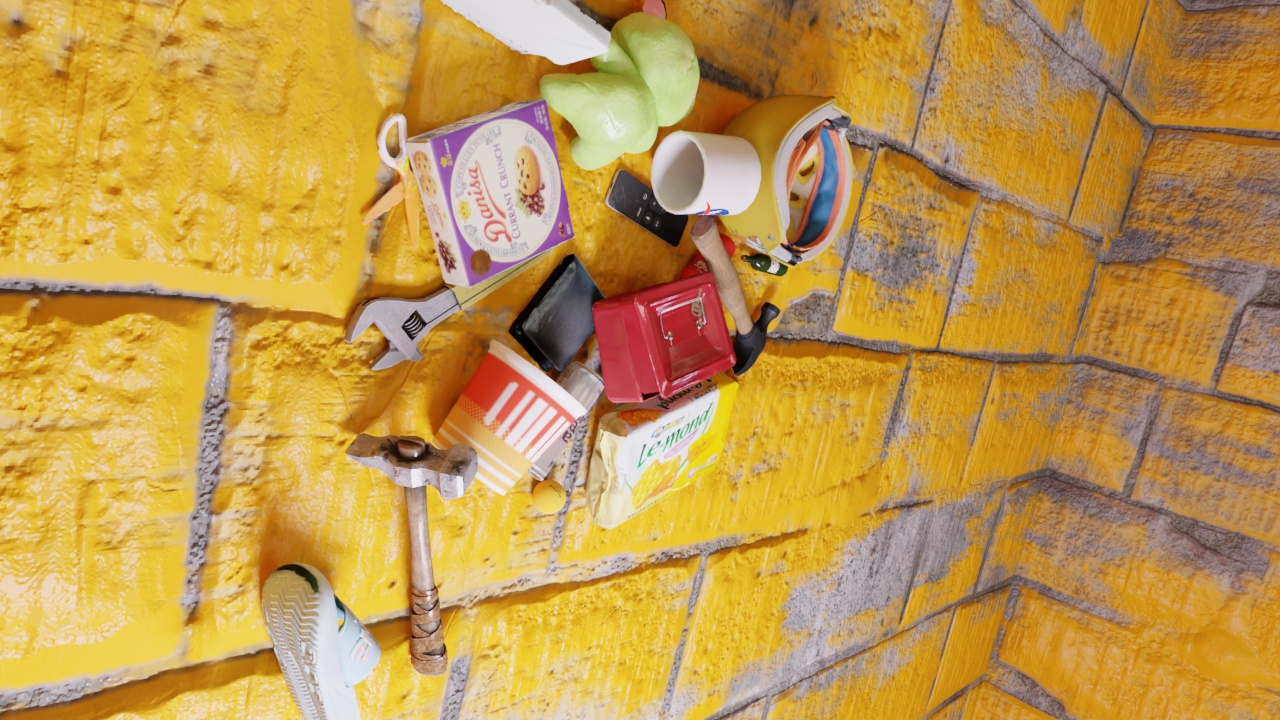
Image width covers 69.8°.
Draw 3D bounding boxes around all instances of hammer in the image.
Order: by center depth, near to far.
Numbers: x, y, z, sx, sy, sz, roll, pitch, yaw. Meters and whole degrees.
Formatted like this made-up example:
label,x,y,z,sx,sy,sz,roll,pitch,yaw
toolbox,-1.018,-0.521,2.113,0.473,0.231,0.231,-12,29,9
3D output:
label,x,y,z,sx,sy,sz,roll,pitch,yaw
hammer,-0.227,0.210,0.945,0.048,0.121,0.319,-67,164,-58
hammer,0.116,-0.085,1.203,0.132,0.040,0.305,-58,150,-14

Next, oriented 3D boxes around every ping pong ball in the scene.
label,x,y,z,sx,sy,sz,roll,pitch,yaw
ping pong ball,-0.109,0.162,1.090,0.040,0.040,0.040,-22,121,-42

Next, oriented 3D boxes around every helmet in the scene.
label,x,y,z,sx,sy,sz,roll,pitch,yaw
helmet,0.173,-0.234,1.173,0.239,0.140,0.209,21,89,-63

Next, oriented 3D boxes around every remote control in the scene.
label,x,y,z,sx,sy,sz,roll,pitch,yaw
remote control,0.010,-0.181,1.106,0.146,0.008,0.045,24,87,-51

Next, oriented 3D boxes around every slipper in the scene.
label,x,y,z,sx,sy,sz,roll,pitch,yaw
slipper,-0.298,0.284,0.883,0.074,0.104,0.246,-32,134,-40

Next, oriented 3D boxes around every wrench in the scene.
label,x,y,z,sx,sy,sz,roll,pitch,yaw
wrench,-0.177,-0.076,0.928,0.272,0.018,0.084,-39,132,-32

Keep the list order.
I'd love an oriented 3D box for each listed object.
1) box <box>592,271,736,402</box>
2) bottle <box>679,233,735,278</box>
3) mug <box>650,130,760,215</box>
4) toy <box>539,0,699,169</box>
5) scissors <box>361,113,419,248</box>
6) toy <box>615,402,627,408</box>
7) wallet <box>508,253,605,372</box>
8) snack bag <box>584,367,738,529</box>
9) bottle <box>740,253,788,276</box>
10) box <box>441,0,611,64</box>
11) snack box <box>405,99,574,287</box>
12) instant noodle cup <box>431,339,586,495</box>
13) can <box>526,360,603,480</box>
label,x,y,z,sx,sy,sz,roll,pitch,yaw
box,0.026,-0.027,1.083,0.157,0.093,0.129,-20,102,-47
bottle,0.077,-0.115,1.188,0.118,0.036,0.036,-49,136,-23
mug,0.065,-0.219,1.064,0.090,0.121,0.091,-7,116,-41
toy,-0.003,-0.292,0.976,0.196,0.107,0.150,-43,132,-18
scissors,-0.215,-0.170,0.850,0.125,0.011,0.128,-48,135,-26
toy,-0.007,0.007,1.149,0.084,0.033,0.105,-36,134,-23
wallet,-0.088,-0.051,1.036,0.114,0.026,0.089,-55,137,-17
snack bag,0.027,0.104,1.183,0.246,0.068,0.160,-23,135,-41
bottle,0.173,-0.138,1.298,0.106,0.025,0.025,6,101,-50
box,-0.132,-0.311,0.787,0.197,0.135,0.040,22,78,-50
snack box,-0.141,-0.165,0.892,0.147,0.041,0.143,-33,123,-38
instant noodle cup,-0.142,0.064,0.957,0.121,0.123,0.123,-53,138,-8
can,-0.097,0.067,1.053,0.135,0.054,0.054,-58,139,-15
